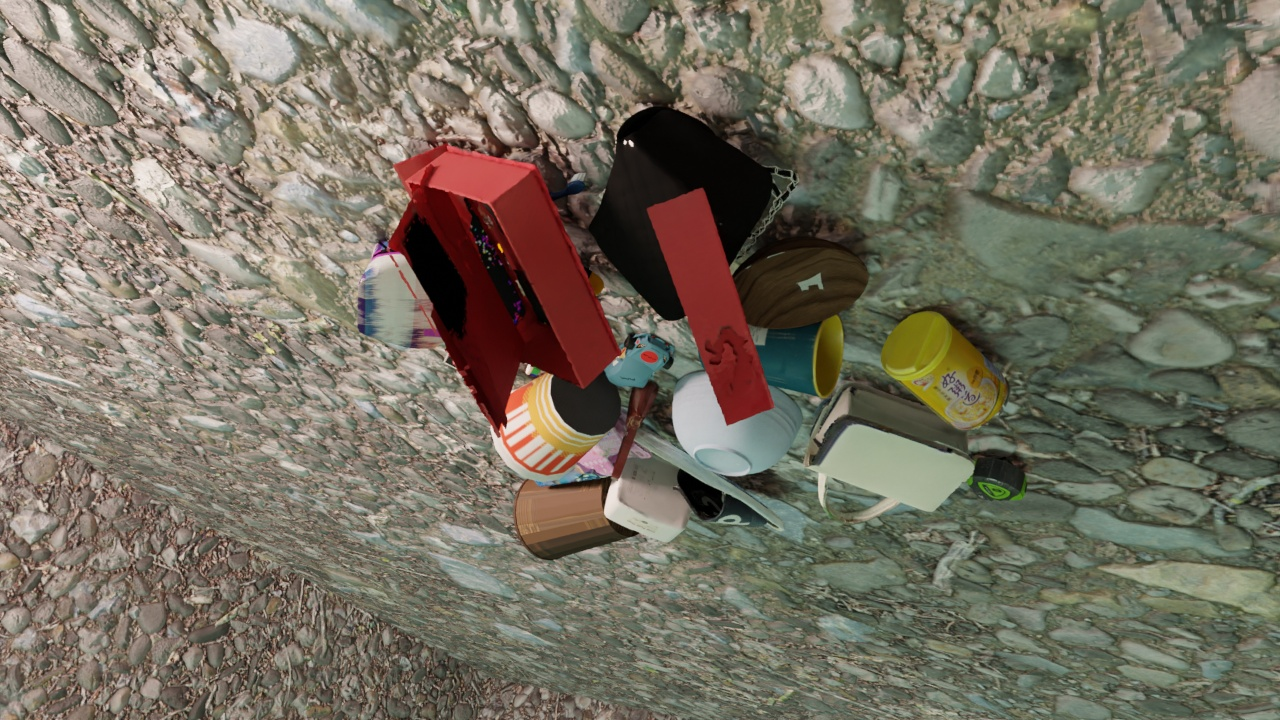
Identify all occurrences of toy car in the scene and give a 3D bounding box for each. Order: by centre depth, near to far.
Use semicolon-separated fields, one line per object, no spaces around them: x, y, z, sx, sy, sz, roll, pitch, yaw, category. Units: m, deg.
-0.006;0.006;1.011;0.060;0.027;0.108;28;150;-16;toy car

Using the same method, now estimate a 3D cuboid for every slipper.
0.078;0.162;1.154;0.263;0.063;0.111;39;174;-37;slipper

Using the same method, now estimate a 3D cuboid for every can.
0.269;0.010;0.810;0.105;0.067;0.068;35;148;-28;can
-0.198;0.006;1.125;0.080;0.031;0.032;26;151;-13;can

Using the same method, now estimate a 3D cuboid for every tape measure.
0.380;0.124;0.978;0.059;0.035;0.065;4;153;43;tape measure

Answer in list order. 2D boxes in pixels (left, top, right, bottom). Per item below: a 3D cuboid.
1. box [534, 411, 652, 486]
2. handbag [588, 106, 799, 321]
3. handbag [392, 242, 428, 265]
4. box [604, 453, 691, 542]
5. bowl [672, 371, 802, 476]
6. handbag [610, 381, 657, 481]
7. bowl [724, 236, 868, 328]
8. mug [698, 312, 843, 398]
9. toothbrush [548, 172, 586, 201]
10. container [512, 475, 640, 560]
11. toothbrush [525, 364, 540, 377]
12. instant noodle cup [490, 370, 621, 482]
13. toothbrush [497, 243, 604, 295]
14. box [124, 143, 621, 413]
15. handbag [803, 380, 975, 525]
-0.085;0.123;1.227;0.084;0.063;0.231;36;148;-29;box
0.034;-0.127;0.722;0.125;0.114;0.154;42;156;8;handbag
-0.211;-0.060;0.987;0.170;0.067;0.145;13;135;-6;handbag
0.005;0.189;1.247;0.108;0.102;0.102;25;140;-12;box
0.101;0.083;1.032;0.150;0.074;0.151;14;152;8;bowl
-0.011;0.085;1.056;0.029;0.119;0.055;21;152;-4;handbag
0.127;-0.071;0.768;0.119;0.032;0.119;-4;151;-3;bowl
0.120;-0.011;0.862;0.121;0.078;0.078;8;150;30;mug
-0.090;-0.142;0.821;0.021;0.017;0.135;40;148;-27;toothbrush
-0.080;0.214;1.331;0.168;0.132;0.132;-18;135;40;container
-0.104;-0.021;1.038;0.016;0.015;0.187;20;152;-11;toothbrush
-0.094;0.065;1.084;0.123;0.123;0.121;30;142;-20;instant noodle cup
-0.126;-0.110;0.883;0.196;0.031;0.031;25;120;-3;toothbrush
-0.237;-0.066;0.855;0.426;0.127;0.213;-5;132;21;box
0.246;0.110;0.973;0.151;0.073;0.176;19;133;-3;handbag
